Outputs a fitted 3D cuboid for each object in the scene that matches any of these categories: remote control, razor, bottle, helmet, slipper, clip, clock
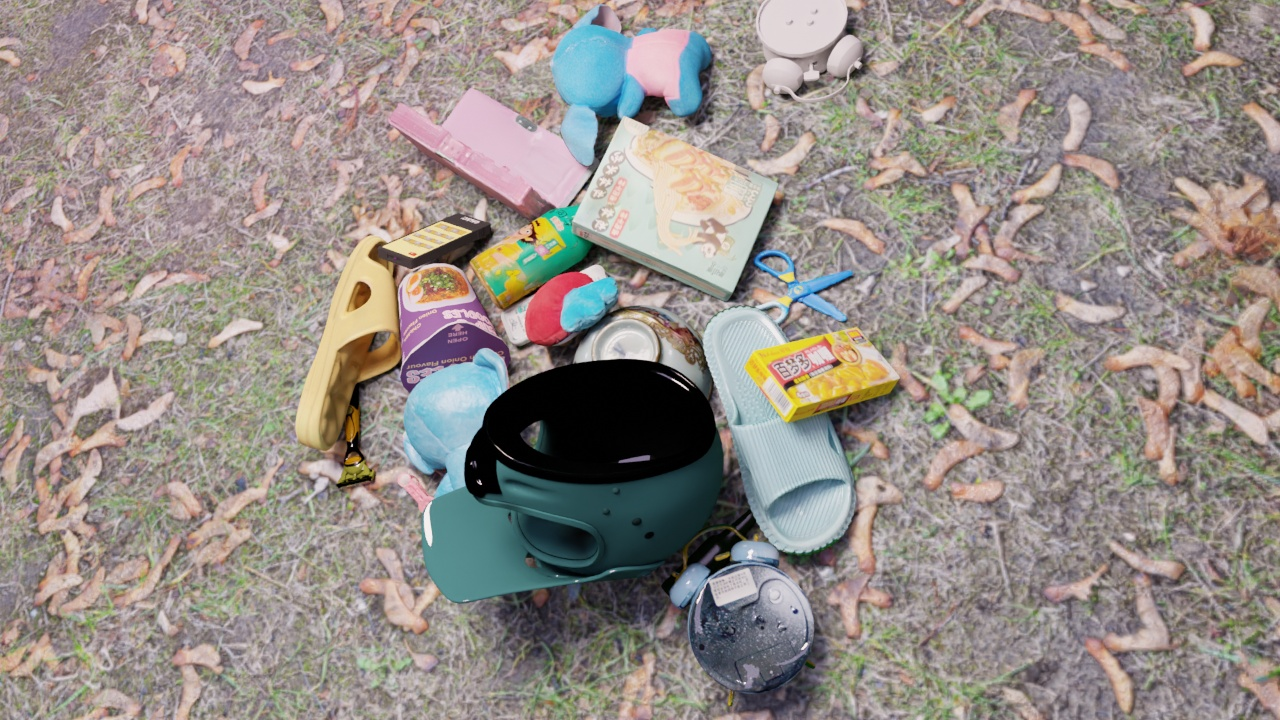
[{"bbox_3d":[-0.241,-0.143,1.083,0.058,0.013,0.133,20,35,28],"label":"remote control"},{"bbox_3d":[-0.336,0.076,1.072,0.044,0.021,0.144,-13,65,8],"label":"razor"},{"bbox_3d":[0.074,0.194,0.921,0.123,0.033,0.033,-44,67,-5],"label":"bottle"},{"bbox_3d":[-0.058,0.120,0.854,0.274,0.201,0.176,-8,47,-26],"label":"helmet"},{"bbox_3d":[0.139,0.057,0.925,0.116,0.070,0.276,-14,67,-12],"label":"slipper"},{"bbox_3d":[-0.248,0.149,1.025,0.023,0.045,0.060,-45,99,-3],"label":"clip"},{"bbox_3d":[-0.093,-0.141,1.065,0.209,0.068,0.068,-33,66,-7],"label":"bottle"},{"bbox_3d":[0.197,-0.375,1.086,0.120,0.061,0.159,-15,66,8],"label":"clock"},{"bbox_3d":[0.094,0.234,0.868,0.118,0.060,0.162,-19,79,-6],"label":"clock"},{"bbox_3d":[-0.315,-0.017,1.054,0.078,0.100,0.262,12,64,3],"label":"slipper"},{"bbox_3d":[-0.095,-0.062,1.062,0.133,0.022,0.050,-25,66,3],"label":"remote control"}]

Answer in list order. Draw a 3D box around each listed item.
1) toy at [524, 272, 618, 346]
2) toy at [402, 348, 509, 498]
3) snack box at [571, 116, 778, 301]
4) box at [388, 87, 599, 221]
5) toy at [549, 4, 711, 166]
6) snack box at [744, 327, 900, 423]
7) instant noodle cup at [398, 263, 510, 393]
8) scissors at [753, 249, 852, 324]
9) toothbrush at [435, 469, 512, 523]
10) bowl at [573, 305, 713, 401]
[{"bbox_3d":[-0.073,-0.056,0.991,0.133,0.062,0.092,-2,54,47],"label":"toy"},{"bbox_3d":[-0.174,0.086,0.977,0.184,0.114,0.180,-42,71,26],"label":"toy"},{"bbox_3d":[0.039,-0.170,1.029,0.193,0.044,0.141,24,76,0],"label":"snack box"},{"bbox_3d":[-0.178,-0.268,1.120,0.233,0.106,0.115,34,90,23],"label":"box"},{"bbox_3d":[-0.015,-0.340,1.105,0.191,0.099,0.223,3,63,9],"label":"toy"},{"bbox_3d":[0.182,0.012,0.915,0.152,0.025,0.075,-12,54,-34],"label":"snack box"},{"bbox_3d":[-0.221,-0.043,1.036,0.121,0.137,0.121,-10,55,-19],"label":"instant noodle cup"},{"bbox_3d":[0.168,-0.071,1.006,0.125,0.016,0.123,34,85,22],"label":"scissors"},{"bbox_3d":[-0.170,0.154,1.002,0.188,0.018,0.019,28,78,21],"label":"toothbrush"},{"bbox_3d":[-0.006,0.006,0.976,0.160,0.094,0.159,-5,69,12],"label":"bowl"}]
